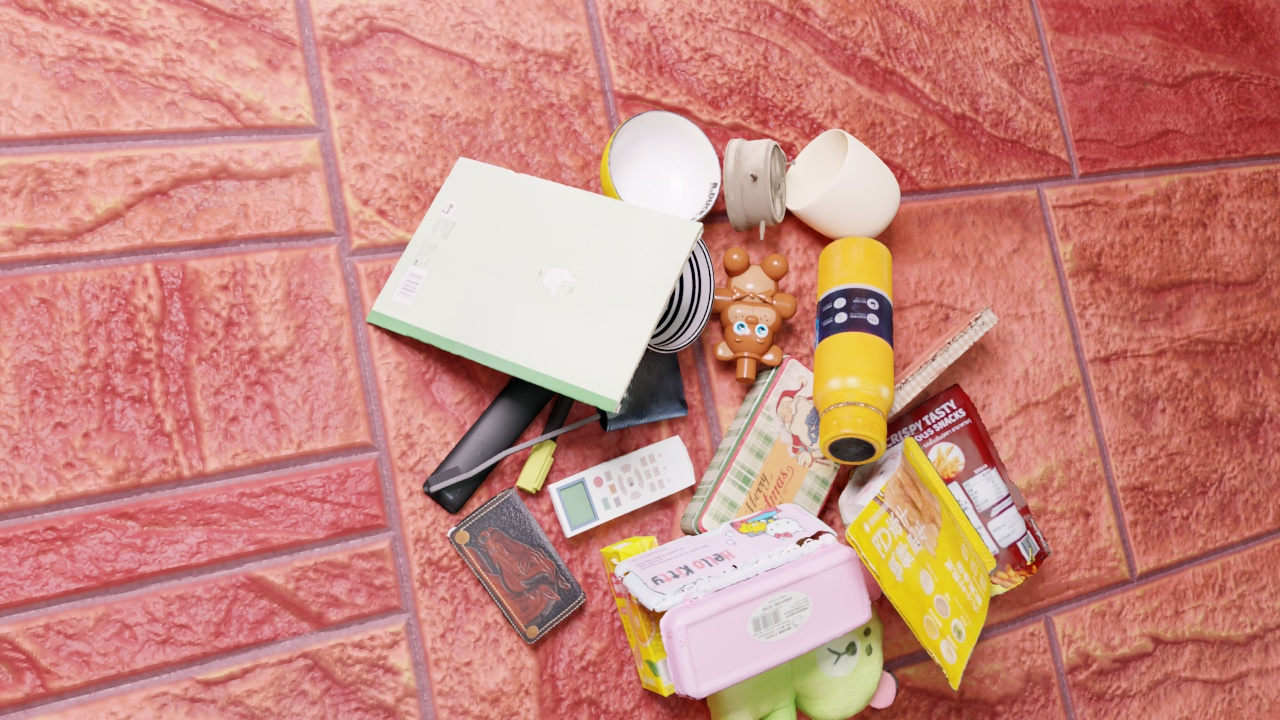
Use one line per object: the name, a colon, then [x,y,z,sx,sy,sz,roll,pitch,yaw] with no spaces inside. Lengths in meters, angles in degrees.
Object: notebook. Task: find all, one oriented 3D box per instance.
notebook: [-0.095,-0.074,0.788,0.253,0.010,0.181,19,71,21]

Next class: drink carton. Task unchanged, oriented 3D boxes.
drink carton: [0.007,0.229,0.831,0.042,0.059,0.134,-16,86,-23]

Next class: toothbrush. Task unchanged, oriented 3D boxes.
toothbrush: [-0.109,0.079,0.813,0.167,0.013,0.013,-21,83,-23]

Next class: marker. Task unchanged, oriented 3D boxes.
marker: [-0.079,0.063,0.845,0.021,0.017,0.123,14,69,27]

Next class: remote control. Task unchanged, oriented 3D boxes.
remote control: [-0.132,0.068,0.824,0.041,0.020,0.151,42,71,-12]
remote control: [-0.016,0.115,0.859,0.143,0.024,0.049,-19,89,-25]

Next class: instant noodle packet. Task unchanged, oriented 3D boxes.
instant noodle packet: [0.251,0.184,0.849,0.163,0.084,0.221,58,25,1]

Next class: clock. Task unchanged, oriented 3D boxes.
clock: [0.124,-0.187,0.930,0.140,0.055,0.093,-64,146,-49]

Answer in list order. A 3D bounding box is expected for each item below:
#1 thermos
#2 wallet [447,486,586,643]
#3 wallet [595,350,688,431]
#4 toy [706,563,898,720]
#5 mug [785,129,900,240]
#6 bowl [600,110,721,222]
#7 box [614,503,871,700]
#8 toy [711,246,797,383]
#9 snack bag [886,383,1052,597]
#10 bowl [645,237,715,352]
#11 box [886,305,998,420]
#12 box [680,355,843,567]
thermos: [0.216,-0.009,0.900,0.091,0.076,0.232,20,53,-14]
wallet: [-0.109,0.181,0.815,0.072,0.019,0.123,-36,95,-18]
wallet: [-0.005,0.005,0.880,0.089,0.026,0.115,-11,86,-24]
toy: [0.143,0.278,0.857,0.196,0.107,0.150,-4,83,-30]
mug: [0.214,-0.180,0.964,0.099,0.096,0.120,29,30,-26]
bowl: [0.012,-0.176,0.893,0.117,0.068,0.117,4,80,-21]
box: [0.095,0.191,0.782,0.201,0.077,0.146,-14,61,-28]
toy: [0.108,-0.043,0.906,0.095,0.065,0.127,6,71,3]
snack bag: [0.340,0.143,0.973,0.138,0.067,0.208,-28,89,-12]
bowl: [0.004,-0.069,0.845,0.120,0.066,0.120,-5,98,-42]
box: [0.305,0.009,0.977,0.186,0.083,0.041,-36,85,-20]
box: [0.134,0.107,0.906,0.117,0.051,0.205,36,72,-11]
